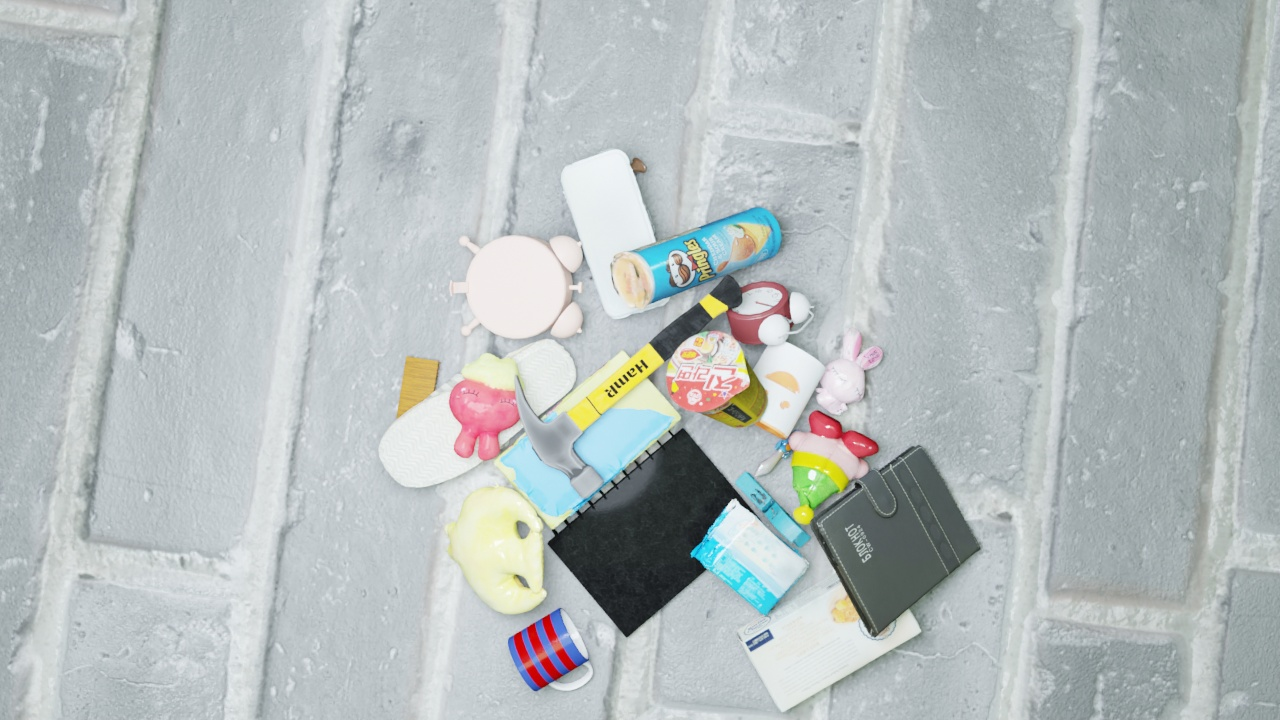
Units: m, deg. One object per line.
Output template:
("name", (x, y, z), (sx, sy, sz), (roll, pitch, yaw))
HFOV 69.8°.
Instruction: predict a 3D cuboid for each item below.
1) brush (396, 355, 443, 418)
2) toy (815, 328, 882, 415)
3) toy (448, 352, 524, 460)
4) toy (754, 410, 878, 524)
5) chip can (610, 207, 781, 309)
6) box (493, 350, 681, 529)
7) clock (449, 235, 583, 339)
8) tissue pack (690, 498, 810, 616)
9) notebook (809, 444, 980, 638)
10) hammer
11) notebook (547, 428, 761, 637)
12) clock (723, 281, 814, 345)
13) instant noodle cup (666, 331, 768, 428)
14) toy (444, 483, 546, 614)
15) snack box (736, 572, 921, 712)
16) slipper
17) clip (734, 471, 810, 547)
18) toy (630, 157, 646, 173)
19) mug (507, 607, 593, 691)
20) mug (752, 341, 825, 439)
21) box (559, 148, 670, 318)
("brush", (-0.293, 0.060, 1.197), (0.048, 0.017, 0.126), (9, 87, -1))
("toy", (0.270, 0.017, 1.194), (0.063, 0.047, 0.110), (30, 84, -8))
("toy", (-0.192, 0.058, 1.134), (0.091, 0.045, 0.135), (18, 80, -12))
("toy", (0.223, 0.136, 1.167), (0.124, 0.096, 0.131), (30, 98, 5))
("chip can", (0.072, -0.130, 1.143), (0.228, 0.080, 0.080), (-23, 88, -33))
("box", (-0.068, 0.100, 1.173), (0.221, 0.079, 0.124), (-43, 89, 0))
("clock", (-0.154, -0.093, 1.166), (0.160, 0.086, 0.131), (1, 98, 2))
("tissue pack", (0.138, 0.248, 1.163), (0.144, 0.062, 0.093), (42, 89, -19))
("notebook", (0.322, 0.218, 1.154), (0.208, 0.030, 0.169), (-29, 90, -31))
("hammer", (-0.007, 0.007, 1.124), (0.324, 0.034, 0.170), (-40, 88, -3))
("notebook", (0.016, 0.220, 1.196), (0.231, 0.019, 0.169), (-40, 90, -2))
("clock", (0.160, -0.060, 1.166), (0.087, 0.125, 0.044), (-43, 131, -29))
("instant noodle cup", (0.099, 0.032, 1.100), (0.100, 0.112, 0.100), (-12, 63, 26))
("toy", (-0.181, 0.234, 1.149), (0.155, 0.064, 0.170), (6, 105, 30))
("snack box", (0.239, 0.346, 1.173), (0.208, 0.057, 0.104), (-30, 89, -2))
("slipper", (-0.206, 0.066, 1.180), (0.272, 0.054, 0.114), (-31, 93, -11))
("clip", (0.175, 0.199, 1.166), (0.033, 0.118, 0.120), (-44, 101, 5))
("toy", (-0.037, -0.219, 1.200), (0.101, 0.041, 0.055), (-29, 121, -10))
("mug", (-0.108, 0.379, 1.166), (0.076, 0.075, 0.112), (-30, 115, -2))
("mug", (0.176, 0.036, 1.174), (0.082, 0.082, 0.105), (31, 87, 0))
("box", (-0.028, -0.161, 1.169), (0.118, 0.063, 0.214), (-17, 106, 0))
